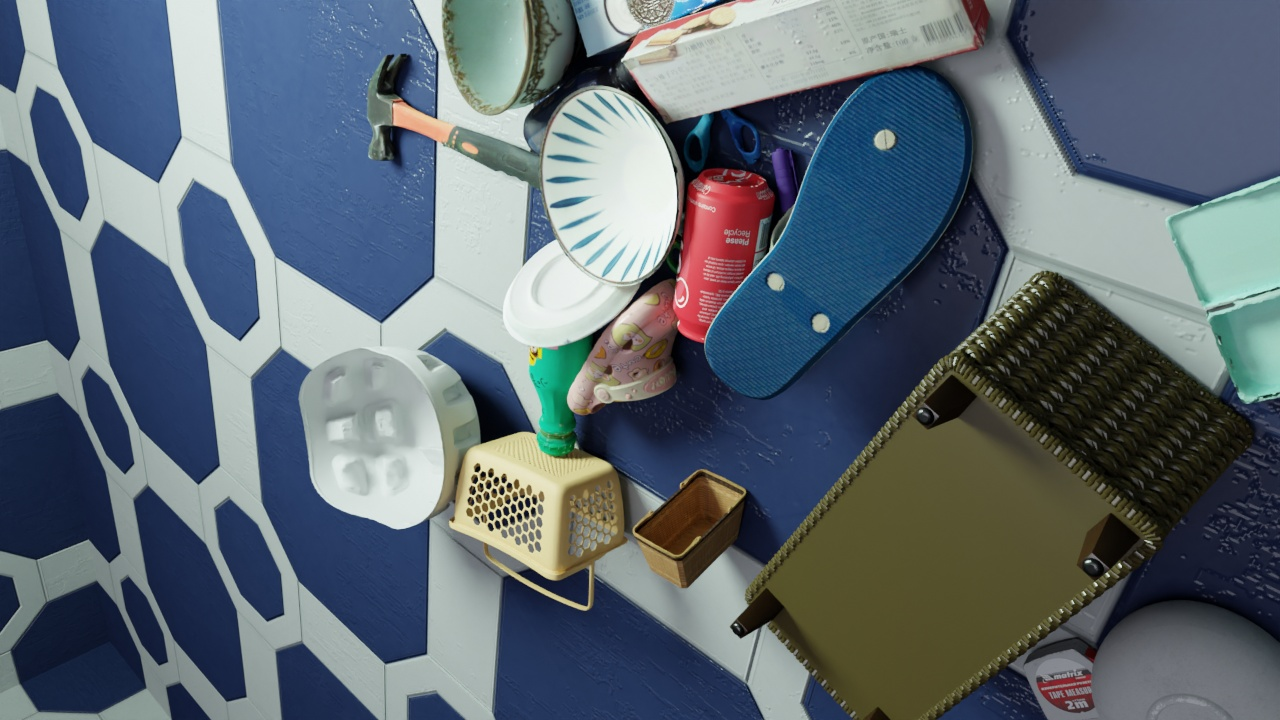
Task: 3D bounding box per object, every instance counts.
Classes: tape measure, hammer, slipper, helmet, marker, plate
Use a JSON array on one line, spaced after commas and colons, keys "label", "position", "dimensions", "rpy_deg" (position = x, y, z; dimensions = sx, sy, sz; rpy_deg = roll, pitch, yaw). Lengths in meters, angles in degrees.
[{"label": "tape measure", "position": [0.344, 0.256, 0.732], "dimensions": [0.060, 0.020, 0.062], "rpy_deg": [-30, 87, 40]}, {"label": "hammer", "position": [-0.197, -0.246, 1.027], "dimensions": [0.333, 0.033, 0.133], "rpy_deg": [28, 124, 31]}, {"label": "slipper", "position": [0.157, -0.089, 0.732], "dimensions": [0.118, 0.060, 0.296], "rpy_deg": [41, 118, 14]}, {"label": "helmet", "position": [-0.302, 0.088, 1.144], "dimensions": [0.283, 0.183, 0.224], "rpy_deg": [-7, 99, 58]}, {"label": "marker", "position": [0.132, -0.114, 0.781], "dimensions": [0.018, 0.015, 0.134], "rpy_deg": [-6, 103, 31]}, {"label": "plate", "position": [-0.068, -0.077, 0.898], "dimensions": [0.157, 0.156, 0.014], "rpy_deg": [15, 151, 39]}, {"label": "slipper", "position": [-0.005, 0.005, 0.912], "dimensions": [0.081, 0.093, 0.198], "rpy_deg": [44, 133, 6]}]

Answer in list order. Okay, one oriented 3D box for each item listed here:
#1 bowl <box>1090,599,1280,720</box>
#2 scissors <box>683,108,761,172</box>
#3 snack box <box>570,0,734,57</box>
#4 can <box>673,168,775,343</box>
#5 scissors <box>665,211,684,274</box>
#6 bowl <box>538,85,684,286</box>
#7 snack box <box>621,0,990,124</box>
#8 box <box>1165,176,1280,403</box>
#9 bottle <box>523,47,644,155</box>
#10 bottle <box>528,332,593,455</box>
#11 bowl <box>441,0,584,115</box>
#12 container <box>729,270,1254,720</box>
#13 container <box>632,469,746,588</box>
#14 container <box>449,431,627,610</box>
[{"label": "bowl", "position": [0.388, 0.242, 0.641], "dimensions": [0.132, 0.064, 0.132], "rpy_deg": [11, 110, 31]}, {"label": "scissors", "position": [0.074, -0.226, 0.794], "dimensions": [0.104, 0.015, 0.134], "rpy_deg": [23, 117, 39]}, {"label": "snack box", "position": [0.040, -0.311, 0.755], "dimensions": [0.227, 0.059, 0.059], "rpy_deg": [-5, 107, 43]}, {"label": "can", "position": [0.072, -0.091, 0.805], "dimensions": [0.074, 0.074, 0.143], "rpy_deg": [26, 123, 33]}, {"label": "scissors", "position": [0.021, -0.136, 0.878], "dimensions": [0.130, 0.014, 0.071], "rpy_deg": [45, 129, 20]}, {"label": "bowl", "position": [-0.010, -0.162, 0.838], "dimensions": [0.177, 0.070, 0.177], "rpy_deg": [20, 120, 39]}, {"label": "snack box", "position": [0.114, -0.242, 0.690], "dimensions": [0.274, 0.044, 0.076], "rpy_deg": [-2, 145, 41]}, {"label": "box", "position": [0.422, -0.057, 0.523], "dimensions": [0.187, 0.033, 0.136], "rpy_deg": [-20, 93, 45]}, {"label": "bottle", "position": [-0.048, -0.243, 0.866], "dimensions": [0.161, 0.056, 0.056], "rpy_deg": [-20, 93, 46]}, {"label": "bottle", "position": [-0.087, 0.005, 0.998], "dimensions": [0.068, 0.067, 0.210], "rpy_deg": [25, 122, 34]}, {"label": "bowl", "position": [-0.109, -0.314, 0.860], "dimensions": [0.160, 0.093, 0.160], "rpy_deg": [24, 121, 47]}, {"label": "container", "position": [0.224, 0.128, 0.660], "dimensions": [0.176, 0.204, 0.322], "rpy_deg": [46, 132, 20]}, {"label": "container", "position": [0.051, 0.170, 0.914], "dimensions": [0.063, 0.113, 0.061], "rpy_deg": [23, 134, 35]}, {"label": "container", "position": [-0.116, 0.187, 1.058], "dimensions": [0.184, 0.129, 0.167], "rpy_deg": [16, 110, 38]}]
